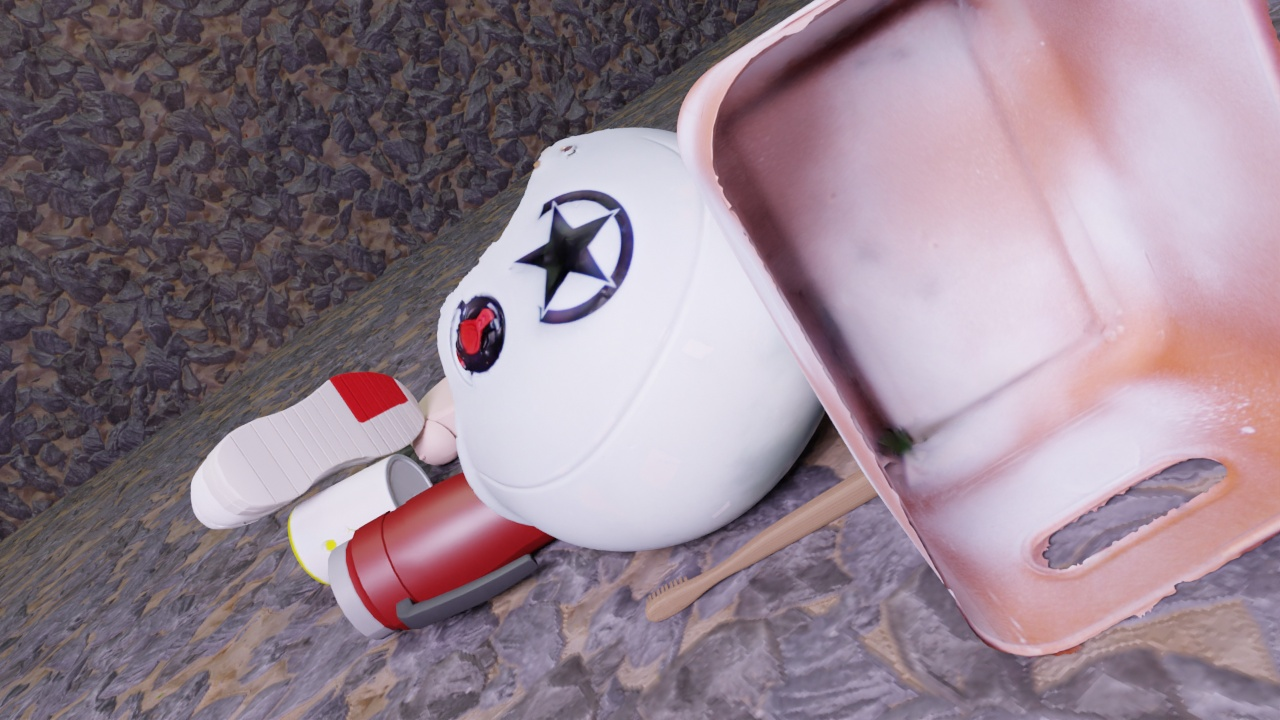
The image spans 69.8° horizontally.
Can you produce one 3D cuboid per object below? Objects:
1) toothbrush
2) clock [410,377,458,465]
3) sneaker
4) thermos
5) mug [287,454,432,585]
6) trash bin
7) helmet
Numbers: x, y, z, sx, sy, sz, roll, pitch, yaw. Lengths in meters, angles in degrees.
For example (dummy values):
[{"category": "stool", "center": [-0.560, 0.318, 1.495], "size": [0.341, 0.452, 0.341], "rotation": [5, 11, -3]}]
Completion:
[{"category": "toothbrush", "center": [0.074, 0.101, 0.517], "size": [0.167, 0.016, 0.016], "rotation": [-32, 20, 6]}, {"category": "clock", "center": [-0.187, 0.036, 0.987], "size": [0.160, 0.086, 0.131], "rotation": [-43, 21, -9]}, {"category": "sneaker", "center": [-0.312, 0.087, 0.856], "size": [0.105, 0.090, 0.235], "rotation": [-33, 1, 32]}, {"category": "thermos", "center": [-0.119, 0.129, 0.659], "size": [0.198, 0.084, 0.108], "rotation": [-30, 37, 4]}, {"category": "mug", "center": [-0.244, 0.142, 0.816], "size": [0.106, 0.082, 0.082], "rotation": [-27, 20, 13]}, {"category": "trash bin", "center": [0.146, -0.041, 0.386], "size": [0.181, 0.260, 0.157], "rotation": [-32, 16, 5]}, {"category": "helmet", "center": [0.021, 0.006, 0.538], "size": [0.164, 0.236, 0.264], "rotation": [29, 92, 46]}]
